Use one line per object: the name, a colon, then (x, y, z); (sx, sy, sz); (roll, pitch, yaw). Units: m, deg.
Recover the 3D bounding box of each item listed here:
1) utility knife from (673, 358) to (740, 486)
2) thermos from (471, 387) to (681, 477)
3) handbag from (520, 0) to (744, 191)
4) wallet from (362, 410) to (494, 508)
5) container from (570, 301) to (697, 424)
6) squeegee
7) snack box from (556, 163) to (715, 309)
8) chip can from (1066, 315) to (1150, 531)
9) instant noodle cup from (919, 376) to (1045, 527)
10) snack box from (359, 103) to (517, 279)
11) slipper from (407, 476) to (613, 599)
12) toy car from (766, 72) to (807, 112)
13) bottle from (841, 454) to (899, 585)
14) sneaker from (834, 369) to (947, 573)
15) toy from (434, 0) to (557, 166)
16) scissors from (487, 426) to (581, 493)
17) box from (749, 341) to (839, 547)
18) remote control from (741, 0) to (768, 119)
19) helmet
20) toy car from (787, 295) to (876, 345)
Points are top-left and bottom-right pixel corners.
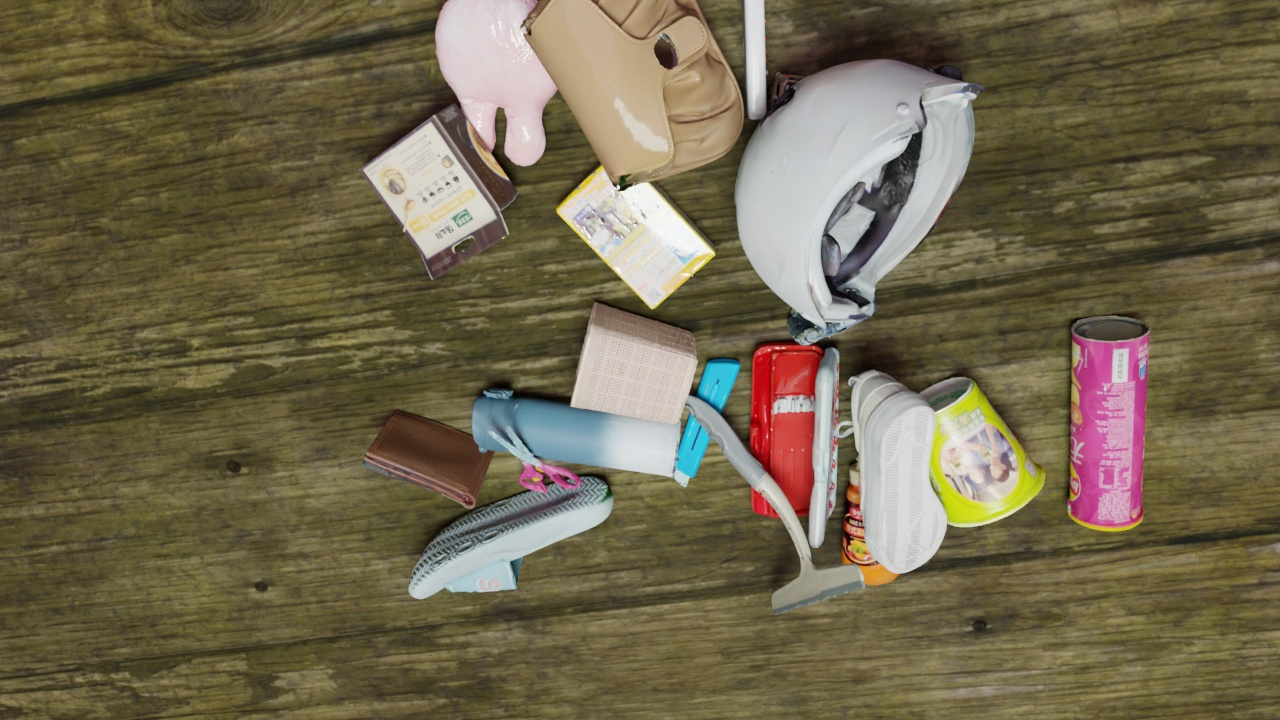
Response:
utility knife: (0.066, 0.068, 0.983); (0.034, 0.018, 0.160); (17, 113, -4)
thermos: (-0.068, 0.076, 0.970); (0.220, 0.070, 0.070); (9, 112, 0)
handbag: (0.000, -0.255, 0.798); (0.147, 0.100, 0.204); (-38, 108, -16)
wallet: (-0.222, 0.104, 0.972); (0.124, 0.101, 0.032); (22, 113, -5)
container: (-0.006, 0.005, 0.926); (0.111, 0.089, 0.090); (14, 112, -5)
squeegee: (0.121, 0.132, 0.936); (0.039, 0.247, 0.246); (-28, 77, -19)
snack box: (-0.004, -0.129, 0.902); (0.087, 0.033, 0.140); (-41, 105, 17)
chip can: (0.472, 0.064, 0.927); (0.071, 0.071, 0.211); (-7, 111, 6)
instant noodle cup: (0.329, 0.086, 0.931); (0.112, 0.111, 0.123); (-29, 99, 14)
snack box: (-0.188, -0.159, 0.873); (0.113, 0.053, 0.125); (-22, 111, 34)
slipper: (-0.139, 0.201, 1.009); (0.245, 0.104, 0.074); (-23, 111, 6)
toy car: (0.135, -0.220, 0.855); (0.042, 0.035, 0.090); (9, 114, 1)
bottle: (0.248, 0.164, 0.990); (0.067, 0.066, 0.149); (-5, 104, 6)
sneaker: (0.242, 0.111, 0.907); (0.089, 0.090, 0.242); (-24, 128, -10)
toy: (-0.130, -0.261, 0.846); (0.121, 0.054, 0.160); (9, 121, 1)
scissors: (-0.106, 0.103, 0.948); (0.084, 0.017, 0.138); (0, 144, 16)
box: (0.162, 0.087, 0.940); (0.095, 0.101, 0.202); (-1, 111, 3)
remote control: (0.102, -0.286, 0.819); (0.020, 0.055, 0.136); (-3, 111, 4)
helmet: (0.172, -0.156, 0.790); (0.146, 0.257, 0.230); (34, 128, 22)
toy car: (0.192, -0.046, 0.918); (0.091, 0.043, 0.034); (-27, 141, 9)
